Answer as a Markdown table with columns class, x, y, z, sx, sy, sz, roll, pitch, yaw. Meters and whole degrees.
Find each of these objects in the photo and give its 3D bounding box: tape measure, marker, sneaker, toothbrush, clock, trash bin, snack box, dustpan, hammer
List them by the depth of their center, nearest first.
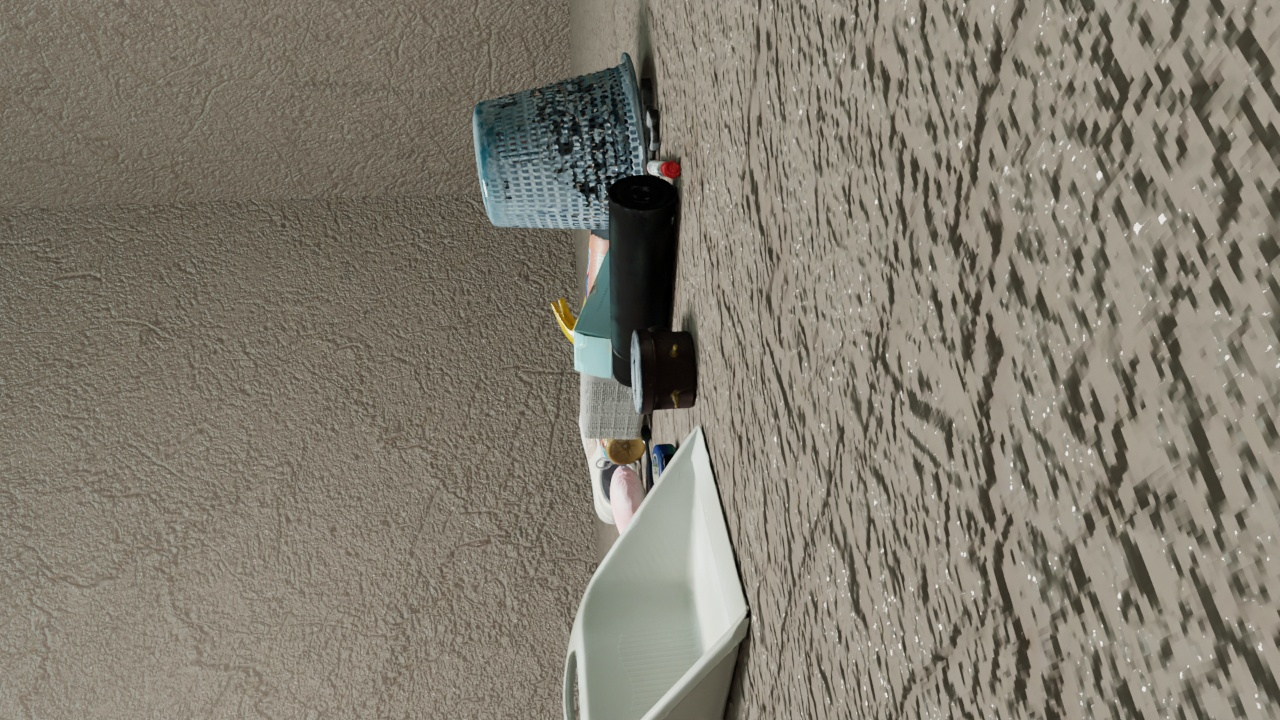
| class | x | y | z | sx | sy | sz | roll | pitch | yaw |
| --- | --- | --- | --- | --- | --- | --- | --- | --- | --- |
| dustpan | -0.004 | 0.228 | 0.812 | 0.222 | 0.142 | 0.258 | -101 | 9 | -54 |
| clock | 0.019 | 0.008 | 0.891 | 0.122 | 0.055 | 0.082 | -132 | 39 | -82 |
| marker | 0.022 | -0.199 | 0.950 | 0.145 | 0.017 | 0.017 | -116 | 23 | -76 |
| tape measure | 0.029 | 0.118 | 0.996 | 0.058 | 0.025 | 0.054 | 163 | 106 | -80 |
| trash bin | -0.097 | -0.248 | 1.123 | 0.226 | 0.195 | 0.226 | 169 | 93 | -88 |
| snack box | -0.035 | -0.067 | 1.137 | 0.074 | 0.051 | 0.174 | 94 | -168 | -50 |
| toothbrush | 0.015 | 0.159 | 1.202 | 0.018 | 0.015 | 0.180 | 84 | 179 | -46 |
| hammer | -0.060 | -0.144 | 1.380 | 0.032 | 0.129 | 0.301 | -29 | -36 | -48 |
| sneaker | -0.046 | 0.127 | 1.423 | 0.091 | 0.089 | 0.241 | 105 | 161 | -66 |

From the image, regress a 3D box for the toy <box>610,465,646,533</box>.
| class | x | y | z | sx | sy | sz | roll | pitch | yaw |
| --- | --- | --- | --- | --- | --- | --- | --- | --- | --- |
| toy | -0.011 | 0.229 | 1.299 | 0.121 | 0.054 | 0.159 | -111 | 14 | -76 |

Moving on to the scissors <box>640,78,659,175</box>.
| class | x | y | z | sx | sy | sz | roll | pitch | yaw |
| --- | --- | --- | --- | --- | --- | --- | --- | --- | --- |
| scissors | 0.010 | -0.243 | 1.069 | 0.181 | 0.014 | 0.159 | 111 | 155 | -79 |

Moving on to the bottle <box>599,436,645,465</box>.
| class | x | y | z | sx | sy | sz | roll | pitch | yaw |
| --- | --- | --- | --- | --- | --- | --- | --- | --- | --- |
| bottle | -0.050 | 0.072 | 1.370 | 0.218 | 0.065 | 0.065 | -122 | 28 | -56 |

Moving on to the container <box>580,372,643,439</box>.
| class | x | y | z | sx | sy | sz | roll | pitch | yaw |
| --- | --- | --- | --- | --- | --- | --- | --- | --- | --- |
| container | -0.037 | 0.041 | 1.235 | 0.090 | 0.090 | 0.114 | -102 | 15 | -60 |

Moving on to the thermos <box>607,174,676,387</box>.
| class | x | y | z | sx | sy | sz | roll | pitch | yaw |
| --- | --- | --- | --- | --- | --- | --- | --- | --- | --- |
| thermos | -0.004 | -0.084 | 0.992 | 0.089 | 0.068 | 0.243 | -107 | 14 | -45 |

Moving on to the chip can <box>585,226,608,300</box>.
| class | x | y | z | sx | sy | sz | roll | pitch | yaw |
| --- | --- | --- | --- | --- | --- | --- | --- | --- | --- |
| chip can | -0.047 | -0.085 | 1.332 | 0.071 | 0.071 | 0.215 | -103 | 17 | -62 |
